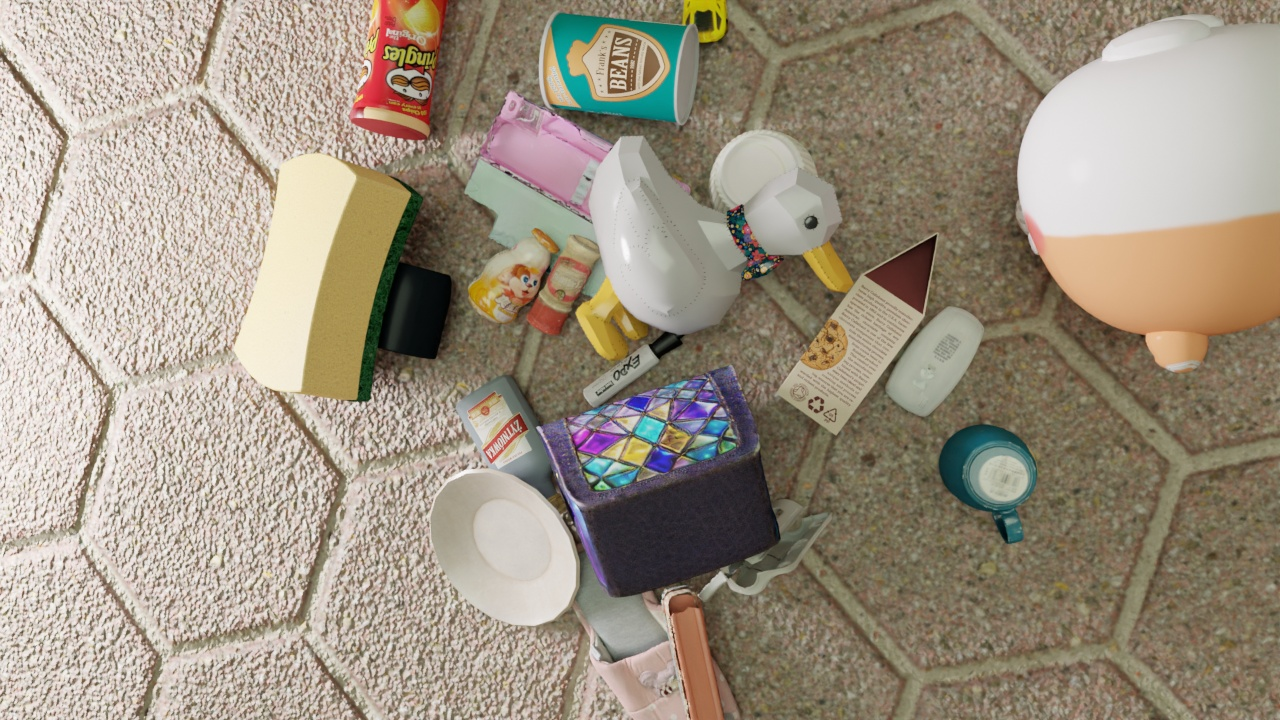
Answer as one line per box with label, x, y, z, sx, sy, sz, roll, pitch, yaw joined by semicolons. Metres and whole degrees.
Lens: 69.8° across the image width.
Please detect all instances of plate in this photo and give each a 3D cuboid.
plate;-0.143;0.199;0.990;0.189;0.027;0.189;9;113;23

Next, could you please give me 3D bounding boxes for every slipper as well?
slipper;0.007;0.310;0.963;0.114;0.054;0.274;-37;83;10

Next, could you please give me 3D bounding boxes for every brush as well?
brush;-0.339;-0.089;0.983;0.195;0.075;0.250;18;94;46

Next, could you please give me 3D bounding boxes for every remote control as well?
remote control;0.295;0.000;0.919;0.060;0.028;0.114;33;96;11

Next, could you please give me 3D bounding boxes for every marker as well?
marker;-0.006;0.006;0.985;0.126;0.025;0.025;-36;82;9

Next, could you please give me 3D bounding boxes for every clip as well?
clip;0.109;0.186;0.916;0.148;0.124;0.081;-21;92;35

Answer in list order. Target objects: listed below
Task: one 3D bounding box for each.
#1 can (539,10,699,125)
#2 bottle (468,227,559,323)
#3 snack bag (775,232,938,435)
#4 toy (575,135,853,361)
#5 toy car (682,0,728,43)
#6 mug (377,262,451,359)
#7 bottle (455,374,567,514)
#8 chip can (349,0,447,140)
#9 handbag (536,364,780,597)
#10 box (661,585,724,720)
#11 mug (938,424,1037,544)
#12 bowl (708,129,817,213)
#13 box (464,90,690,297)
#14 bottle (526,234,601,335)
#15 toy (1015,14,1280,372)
can;-0.020;-0.304;0.954;0.144;0.099;0.099;10;91;12
bottle;-0.135;-0.093;0.992;0.063;0.063;0.109;45;102;9
snack bag;0.225;-0.032;0.900;0.070;0.094;0.206;36;97;10
toy;0.054;-0.112;0.886;0.268;0.140;0.246;-38;94;26
toy car;0.068;-0.388;0.972;0.049;0.030;0.107;-1;88;13
mug;-0.269;-0.061;1.021;0.122;0.085;0.094;16;92;41
bottle;-0.133;0.101;1.001;0.072;0.046;0.161;-32;83;10
chip can;-0.260;-0.360;1.014;0.087;0.087;0.213;10;90;12
handbag;0.016;0.101;0.892;0.205;0.222;0.125;-18;119;-3
box;0.058;0.317;0.910;0.058;0.053;0.187;-14;90;28
mug;0.337;0.118;0.870;0.084;0.104;0.112;-17;85;11
bowl;0.123;-0.186;0.941;0.115;0.062;0.115;0;89;12
box;-0.079;-0.171;1.000;0.230;0.035;0.159;31;104;11
bottle;-0.082;-0.081;0.983;0.044;0.044;0.109;34;110;10
toy;0.455;-0.143;0.774;0.266;0.262;0.281;-1;109;40
